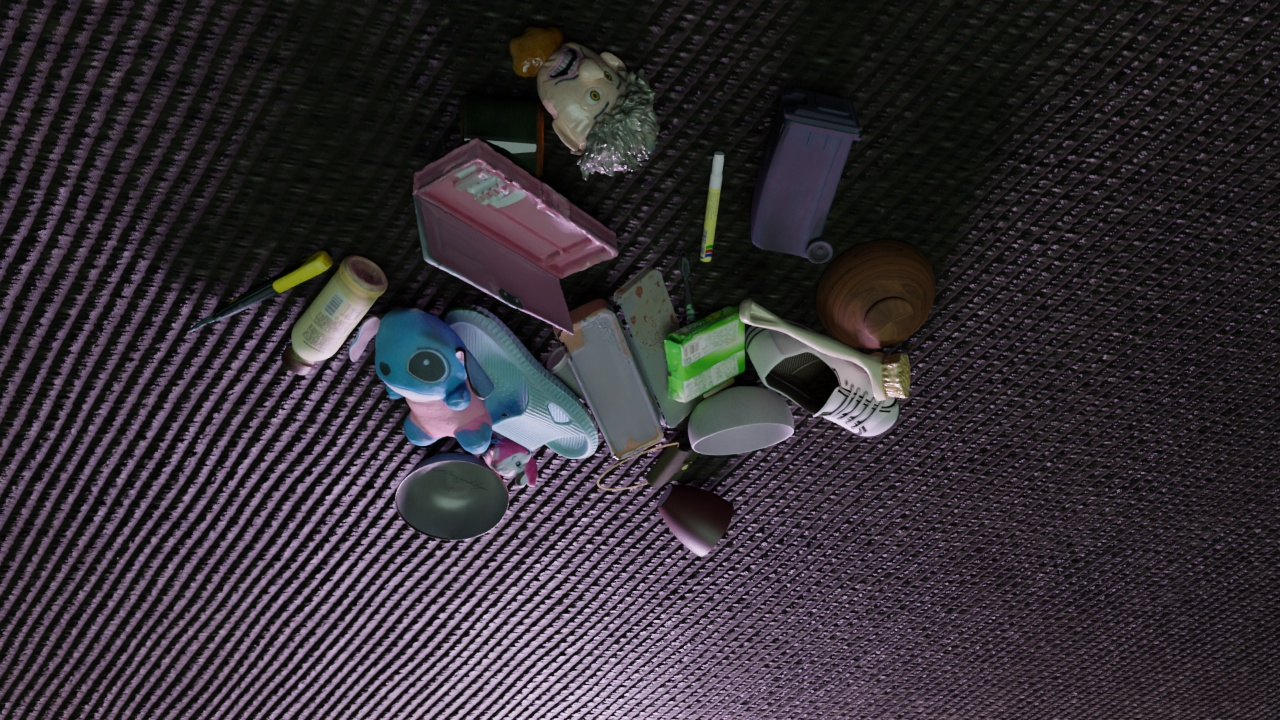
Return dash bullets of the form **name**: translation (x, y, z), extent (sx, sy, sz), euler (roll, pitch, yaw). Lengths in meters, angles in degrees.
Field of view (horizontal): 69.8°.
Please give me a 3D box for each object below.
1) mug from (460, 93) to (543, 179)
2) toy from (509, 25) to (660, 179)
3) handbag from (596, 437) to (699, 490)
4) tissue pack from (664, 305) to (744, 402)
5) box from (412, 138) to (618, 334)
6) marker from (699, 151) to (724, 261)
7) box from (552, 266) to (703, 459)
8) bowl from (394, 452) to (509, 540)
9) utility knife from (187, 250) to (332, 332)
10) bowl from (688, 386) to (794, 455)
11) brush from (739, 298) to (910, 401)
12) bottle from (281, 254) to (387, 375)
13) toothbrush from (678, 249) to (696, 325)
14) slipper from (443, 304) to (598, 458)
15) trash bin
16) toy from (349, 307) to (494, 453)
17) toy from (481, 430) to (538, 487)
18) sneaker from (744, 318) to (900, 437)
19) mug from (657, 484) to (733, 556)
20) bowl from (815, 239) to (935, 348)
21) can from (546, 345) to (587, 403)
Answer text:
- **mug**: translation (-0.142, -0.216, 0.946), extent (0.081, 0.084, 0.111), euler (0, 128, -8)
- **toy**: translation (-0.052, -0.267, 0.910), extent (0.176, 0.132, 0.076), euler (37, 148, -12)
- **handbag**: translation (0.009, 0.141, 1.196), extent (0.177, 0.027, 0.084), euler (-4, 137, -51)
- **tissue pack**: translation (0.082, -0.006, 1.129), extent (0.113, 0.034, 0.100), euler (-26, 131, -26)
- **box**: translation (-0.121, -0.114, 0.947), extent (0.099, 0.115, 0.232), euler (-20, 152, 27)
- **marker**: translation (0.081, -0.173, 1.043), extent (0.014, 0.014, 0.133), euler (0, 126, -6)
- **box**: translation (-0.007, 0.007, 1.121), extent (0.156, 0.063, 0.217), euler (-37, 127, -22)
- **bowl**: translation (-0.252, 0.172, 1.235), extent (0.150, 0.056, 0.151), euler (-3, 126, -4)
- **utility knife**: translation (-0.439, -0.076, 1.052), extent (0.198, 0.028, 0.020), euler (-25, 121, 12)
- **bowl**: translation (0.126, 0.072, 1.181), extent (0.132, 0.064, 0.132), euler (-8, 159, -3)
- **brush**: translation (0.224, -0.014, 1.082), extent (0.272, 0.062, 0.078), euler (23, 143, -29)
- **bottle**: translation (-0.359, -0.049, 1.063), extent (0.056, 0.056, 0.162), euler (33, 117, -26)
- **toothbrush**: translation (0.063, -0.049, 1.124), extent (0.014, 0.017, 0.188), euler (-9, 122, 1)
- **slipper**: translation (-0.150, 0.043, 1.127), extent (0.116, 0.069, 0.276), euler (-11, 129, 39)
- **trash bin**: translation (0.177, -0.201, 0.986), extent (0.092, 0.093, 0.161), euler (11, 126, -2)
- **toy**: translation (-0.235, 0.028, 1.065), extent (0.224, 0.098, 0.192), euler (14, 134, 33)
- **toy**: translation (-0.163, 0.126, 1.206), extent (0.050, 0.065, 0.102), euler (-36, 120, 20)
- **sneaker**: translation (0.240, 0.039, 1.164), extent (0.245, 0.097, 0.091), euler (33, 117, -25)
- **mug**: translation (0.065, 0.219, 1.300), extent (0.088, 0.086, 0.114), euler (34, 149, -7)
- **bowl**: translation (0.292, -0.066, 1.110), extent (0.147, 0.068, 0.147), euler (-3, 126, -4)
- **can**: translation (-0.068, 0.026, 1.156), extent (0.044, 0.044, 0.106), euler (-38, 121, 20)
